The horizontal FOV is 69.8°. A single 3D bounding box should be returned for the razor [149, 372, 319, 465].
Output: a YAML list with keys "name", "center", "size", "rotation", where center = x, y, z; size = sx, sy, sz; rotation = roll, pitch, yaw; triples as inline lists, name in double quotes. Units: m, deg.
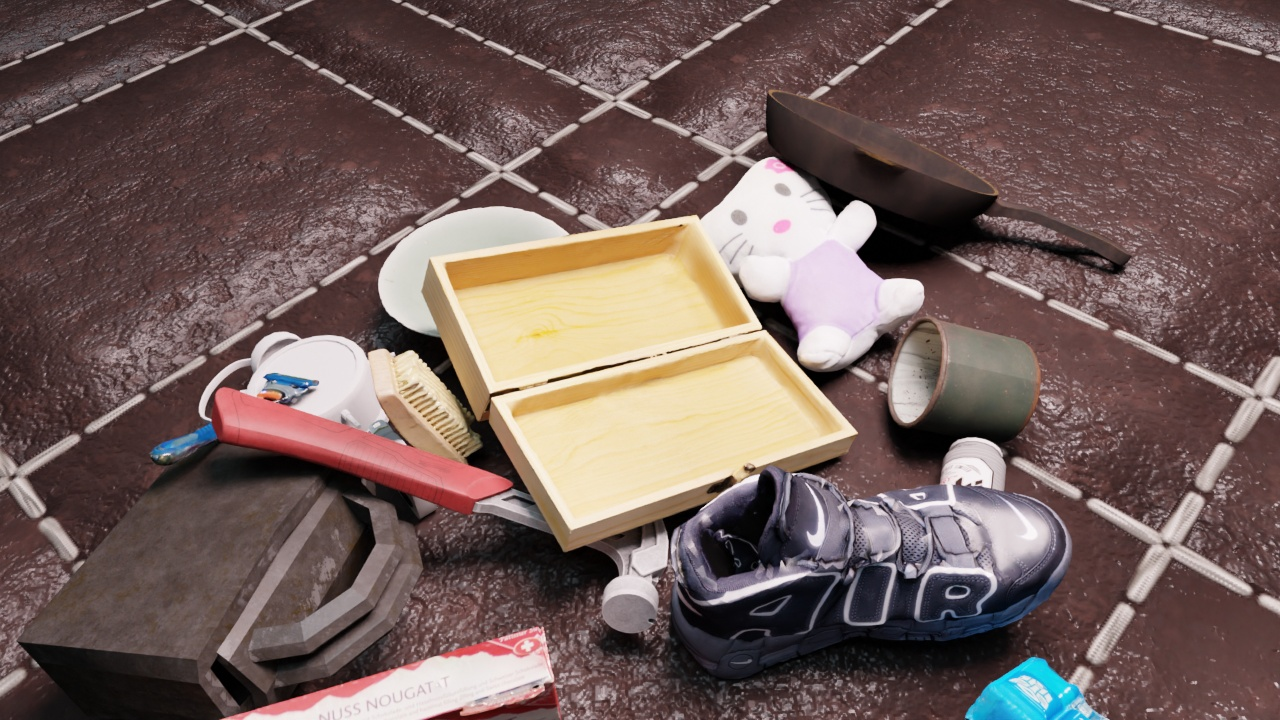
- name: "razor"
  center: [-0.293, 0.042, 0.658]
  size: [0.044, 0.018, 0.140]
  rotation: [10, 25, 19]

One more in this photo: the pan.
- name: "pan"
  center: [0.272, -0.157, 0.844]
  size: [0.356, 0.043, 0.248]
  rotation: [26, 24, 5]

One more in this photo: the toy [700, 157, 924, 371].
- name: "toy"
  center: [0.141, -0.085, 0.797]
  size: [0.137, 0.085, 0.209]
  rotation: [-35, 58, -2]

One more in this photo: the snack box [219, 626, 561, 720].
- name: "snack box"
  center: [-0.183, 0.227, 0.539]
  size: [0.272, 0.077, 0.044]
  rotation: [-13, 50, -11]

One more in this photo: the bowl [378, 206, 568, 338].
- name: "bowl"
  center: [-0.136, -0.057, 0.808]
  size: [0.174, 0.068, 0.173]
  rotation: [-1, 46, 1]

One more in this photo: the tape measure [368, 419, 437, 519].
- name: "tape measure"
  center: [-0.178, 0.082, 0.686]
  size: [0.016, 0.064, 0.065]
  rotation: [-31, 57, -23]

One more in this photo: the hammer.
- name: "hammer"
  center: [-0.132, 0.082, 0.622]
  size: [0.315, 0.036, 0.126]
  rotation: [20, 30, -7]

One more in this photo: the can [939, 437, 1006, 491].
- name: "can"
  center: [0.230, 0.107, 0.644]
  size: [0.044, 0.044, 0.106]
  rotation: [12, 49, 15]

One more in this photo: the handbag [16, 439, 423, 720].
- name: "handbag"
  center: [-0.241, 0.144, 0.607]
  size: [0.200, 0.102, 0.196]
  rotation: [1, 39, 17]

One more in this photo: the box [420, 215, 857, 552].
- name: "box"
  center: [-0.004, 0.002, 0.697]
  size: [0.246, 0.076, 0.257]
  rotation: [-14, 52, -30]

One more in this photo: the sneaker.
- name: "sneaker"
  center: [0.126, 0.106, 0.551]
  size: [0.253, 0.151, 0.097]
  rotation: [-16, 51, 11]

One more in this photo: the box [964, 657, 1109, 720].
- name: "box"
  center: [0.263, 0.270, 0.459]
  size: [0.166, 0.075, 0.243]
  rotation: [-27, 50, -29]

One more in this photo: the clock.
- name: "clock"
  center: [-0.280, 0.032, 0.749]
  size: [0.159, 0.061, 0.119]
  rotation: [2, 47, 13]

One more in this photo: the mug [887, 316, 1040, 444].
- name: "mug"
  center: [0.240, 0.015, 0.702]
  size: [0.081, 0.085, 0.111]
  rotation: [12, 5, -9]

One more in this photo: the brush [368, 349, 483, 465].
- name: "brush"
  center: [-0.159, 0.038, 0.688]
  size: [0.039, 0.117, 0.049]
  rotation: [-29, 47, 5]
